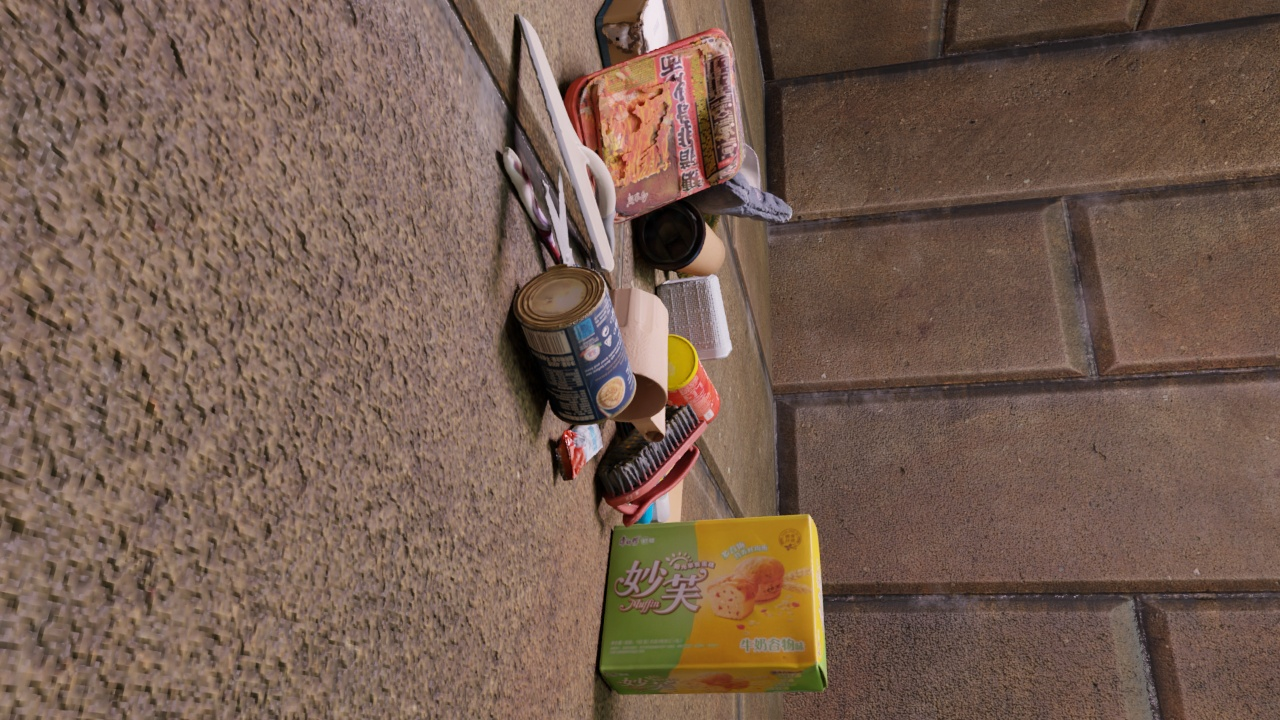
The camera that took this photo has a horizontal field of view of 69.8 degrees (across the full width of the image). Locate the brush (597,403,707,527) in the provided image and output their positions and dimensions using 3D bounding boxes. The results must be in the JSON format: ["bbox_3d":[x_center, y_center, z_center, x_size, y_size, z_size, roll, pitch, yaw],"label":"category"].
[{"bbox_3d":[0.012,0.108,0.946,0.145,0.063,0.069,-43,116,-45],"label":"brush"}]

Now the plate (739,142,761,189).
[{"bbox_3d":[0.090,-0.257,1.288,0.034,0.164,0.164,-59,155,-23],"label":"plate"}]

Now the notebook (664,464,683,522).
[{"bbox_3d":[0.030,0.215,1.181,0.149,0.012,0.211,66,24,-54],"label":"notebook"}]

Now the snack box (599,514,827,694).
[{"bbox_3d":[0.072,0.241,0.903,0.070,0.210,0.157,69,20,-49],"label":"snack box"}]

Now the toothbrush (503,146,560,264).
[{"bbox_3d":[-0.079,-0.115,0.773,0.188,0.017,0.016,66,27,-59],"label":"toothbrush"}]

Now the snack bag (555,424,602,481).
[{"bbox_3d":[-0.052,0.073,0.818,0.105,0.026,0.045,-38,114,-76],"label":"snack bag"}]

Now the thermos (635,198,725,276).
[{"bbox_3d":[0.057,-0.151,1.178,0.143,0.093,0.093,13,73,-65],"label":"thermos"}]

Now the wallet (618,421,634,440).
[{"bbox_3d":[-0.010,0.027,1.039,0.122,0.020,0.096,-77,156,-51],"label":"wallet"}]

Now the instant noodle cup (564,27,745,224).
[{"bbox_3d":[0.010,-0.243,0.948,0.079,0.188,0.165,46,-25,48],"label":"instant noodle cup"}]

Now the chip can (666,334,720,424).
[{"bbox_3d":[0.058,0.032,1.216,0.216,0.073,0.073,51,37,-68],"label":"chip can"}]

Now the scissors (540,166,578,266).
[{"bbox_3d":[-0.059,-0.083,0.800,0.146,0.012,0.169,2,95,-67],"label":"scissors"}]

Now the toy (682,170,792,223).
[{"bbox_3d":[0.061,-0.246,1.138,0.356,0.138,0.091,24,83,-46],"label":"toy"}]

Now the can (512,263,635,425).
[{"bbox_3d":[-0.051,-0.012,0.734,0.075,0.075,0.111,-81,162,-45],"label":"can"}]

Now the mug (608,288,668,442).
[{"bbox_3d":[-0.005,0.005,0.897,0.124,0.084,0.103,52,33,-45],"label":"mug"}]

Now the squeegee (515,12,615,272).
[{"bbox_3d":[-0.040,-0.140,0.828,0.247,0.039,0.246,78,-6,-69],"label":"squeegee"}]

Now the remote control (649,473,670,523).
[{"bbox_3d":[0.016,0.127,1.101,0.056,0.019,0.135,4,80,-73],"label":"remote control"}]

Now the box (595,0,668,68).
[{"bbox_3d":[-0.006,-0.397,1.100,0.183,0.059,0.090,-79,161,-55],"label":"box"}]

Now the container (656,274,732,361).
[{"bbox_3d":[0.073,-0.059,1.281,0.089,0.090,0.111,-38,121,-75],"label":"container"}]

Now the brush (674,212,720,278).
[{"bbox_3d":[0.068,-0.186,1.310,0.073,0.055,0.144,50,-37,31],"label":"brush"}]

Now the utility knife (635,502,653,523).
[{"bbox_3d":[0.006,0.111,1.029,0.034,0.018,0.166,-53,148,-65],"label":"utility knife"}]
